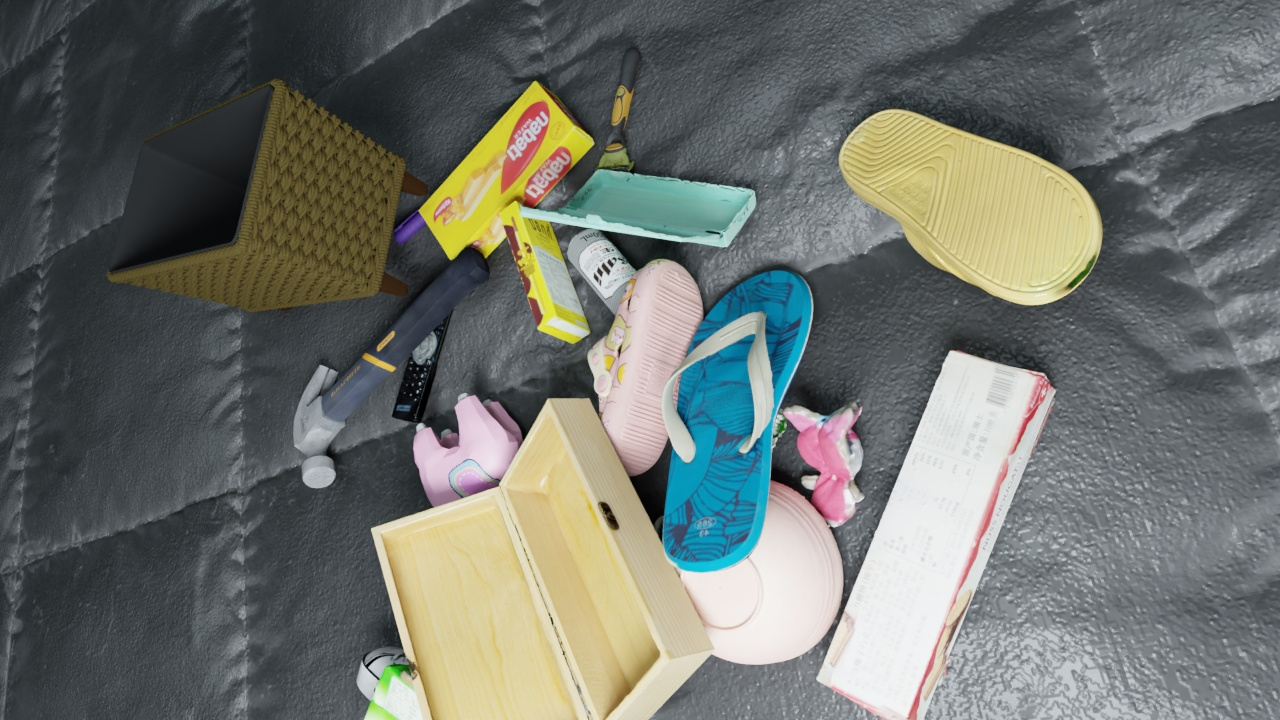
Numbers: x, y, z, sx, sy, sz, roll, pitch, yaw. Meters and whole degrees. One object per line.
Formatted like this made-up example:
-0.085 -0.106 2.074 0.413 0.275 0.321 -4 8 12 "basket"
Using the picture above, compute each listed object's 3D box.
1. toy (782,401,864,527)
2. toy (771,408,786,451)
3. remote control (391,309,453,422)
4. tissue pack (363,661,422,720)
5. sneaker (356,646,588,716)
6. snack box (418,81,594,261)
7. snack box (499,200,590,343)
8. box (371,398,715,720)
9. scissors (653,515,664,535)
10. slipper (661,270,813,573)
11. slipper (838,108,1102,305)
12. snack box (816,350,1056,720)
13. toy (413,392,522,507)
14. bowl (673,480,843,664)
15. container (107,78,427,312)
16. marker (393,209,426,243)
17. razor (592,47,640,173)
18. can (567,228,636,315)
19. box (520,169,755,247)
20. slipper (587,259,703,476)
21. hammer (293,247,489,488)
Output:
0.156 0.080 0.740 0.066 0.050 0.102 3 105 46 "toy"
0.076 0.063 0.794 0.109 0.041 0.096 34 107 37 "toy"
-0.237 -0.001 1.011 0.045 0.021 0.140 2 73 40 "remote control"
-0.188 0.320 0.775 0.114 0.034 0.099 23 92 28 "tissue pack"
-0.152 0.281 0.837 0.246 0.091 0.097 3 76 33 "sneaker"
-0.149 -0.200 1.004 0.201 0.042 0.092 -44 58 13 "snack box"
-0.098 -0.090 0.930 0.026 0.061 0.148 -32 62 20 "snack box"
-0.088 0.194 0.764 0.253 0.119 0.247 -32 55 6 "box"
0.058 0.175 0.787 0.125 0.013 0.127 -49 56 10 "scissors"
0.066 0.029 0.740 0.118 0.060 0.294 -13 45 34 "slipper"
0.257 -0.121 0.721 0.099 0.078 0.263 -49 41 9 "slipper"
0.222 0.131 0.686 0.077 0.044 0.273 20 86 39 "snack box"
-0.165 0.122 0.906 0.123 0.067 0.157 -33 66 18 "toy"
0.076 0.170 0.721 0.153 0.076 0.153 0 89 27 "bowl"
-0.409 -0.155 1.023 0.322 0.204 0.176 -2 74 41 "container"
-0.238 -0.182 1.067 0.134 0.015 0.018 -37 91 17 "marker"
-0.019 -0.262 0.960 0.044 0.021 0.144 1 74 31 "razor"
-0.029 -0.083 0.897 0.044 0.044 0.106 -46 58 11 "can"
-0.002 -0.137 0.862 0.187 0.055 0.138 15 39 34 "box"
-0.005 0.005 0.837 0.082 0.093 0.197 11 87 43 "slipper"
-0.276 -0.004 1.010 0.313 0.035 0.139 -42 47 18 "hammer"
